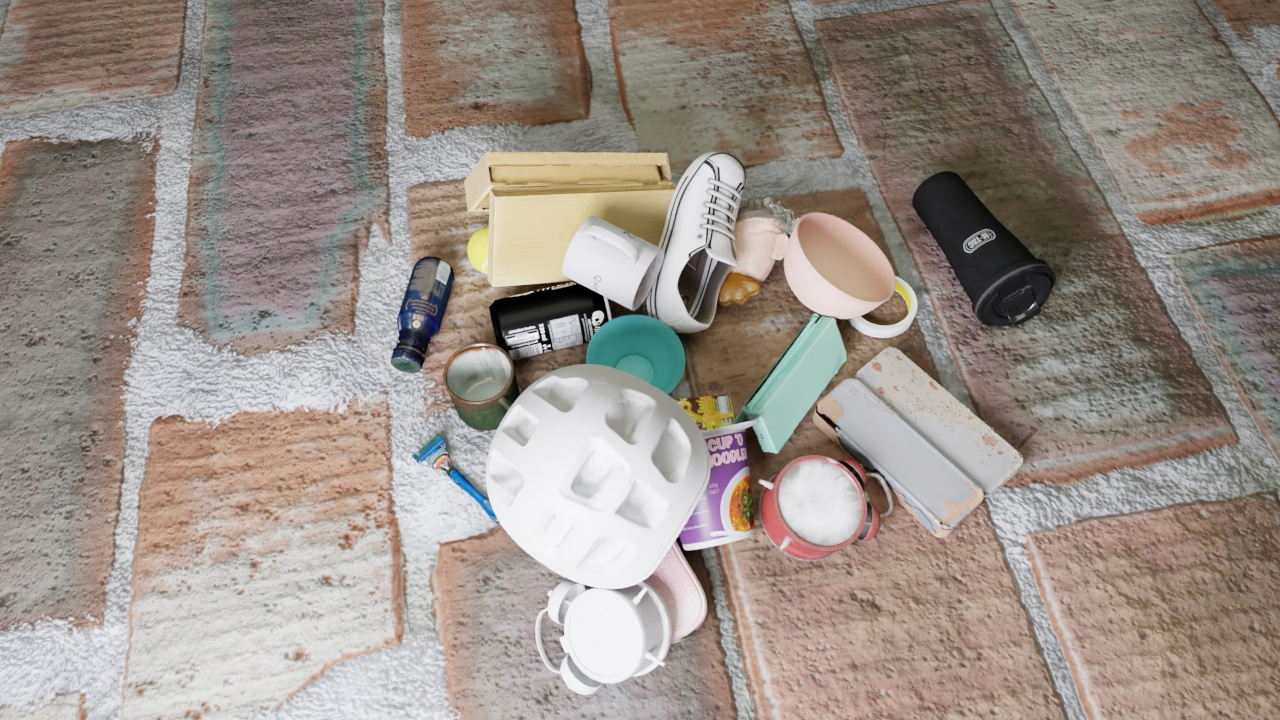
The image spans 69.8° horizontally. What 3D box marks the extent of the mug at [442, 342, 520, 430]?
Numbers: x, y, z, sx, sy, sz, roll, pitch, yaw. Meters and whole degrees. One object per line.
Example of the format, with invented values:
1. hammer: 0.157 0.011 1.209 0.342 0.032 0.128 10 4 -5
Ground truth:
1. mug: -0.182 0.043 1.116 0.084 0.081 0.111 -39 66 -19

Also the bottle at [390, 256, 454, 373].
1. bottle: -0.285 -0.060 1.194 0.056 0.056 0.160 6 59 5

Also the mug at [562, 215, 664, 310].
1. mug: -0.033 -0.125 1.105 0.096 0.120 0.083 27 76 9

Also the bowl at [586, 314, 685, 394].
1. bowl: -0.007 0.007 1.150 0.121 0.046 0.121 1 66 -2

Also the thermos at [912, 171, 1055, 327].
1. thermos: 0.443 -0.153 1.211 0.105 0.106 0.218 -17 55 -9

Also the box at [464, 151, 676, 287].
1. box: -0.085 -0.200 1.195 0.248 0.142 0.184 -7 65 -23

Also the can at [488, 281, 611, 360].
1. can: -0.114 -0.053 1.172 0.146 0.080 0.080 -14 60 -7

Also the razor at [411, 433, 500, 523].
1. razor: -0.211 0.147 1.093 0.141 0.018 0.043 40 67 18

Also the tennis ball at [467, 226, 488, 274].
1. tennis ball: -0.201 -0.149 1.240 0.065 0.065 0.065 -1 59 1

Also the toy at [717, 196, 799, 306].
1. toy: 0.147 -0.143 1.222 0.133 0.076 0.175 -1 59 45

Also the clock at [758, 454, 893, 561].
1. clock: 0.211 0.166 1.043 0.156 0.062 0.109 -8 67 -17

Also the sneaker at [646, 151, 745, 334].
1. sneaker: 0.087 -0.149 1.162 0.097 0.091 0.245 11 79 54

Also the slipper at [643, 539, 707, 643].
1. slipper: -0.008 0.215 1.026 0.106 0.056 0.221 -30 65 -13

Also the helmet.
1. helmet: -0.063 0.106 0.984 0.184 0.282 0.224 40 88 -17

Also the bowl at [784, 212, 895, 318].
1. bowl: 0.241 -0.108 1.166 0.153 0.076 0.152 17 46 -19

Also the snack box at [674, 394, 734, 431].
1. snack box: 0.040 0.079 1.122 0.149 0.026 0.061 -5 59 -2

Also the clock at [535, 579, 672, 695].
1. clock: -0.042 0.284 0.962 0.160 0.061 0.120 -18 80 29

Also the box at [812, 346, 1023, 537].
1. box: 0.332 0.091 1.104 0.150 0.043 0.216 -34 64 -22

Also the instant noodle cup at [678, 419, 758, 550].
1. instant noodle cup: 0.081 0.141 1.025 0.137 0.121 0.122 -16 82 23

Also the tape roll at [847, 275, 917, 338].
1. tape roll: 0.316 -0.074 1.209 0.094 0.019 0.093 -1 59 1

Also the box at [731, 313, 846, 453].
1. box: 0.168 0.021 1.118 0.080 0.077 0.188 8 45 42
